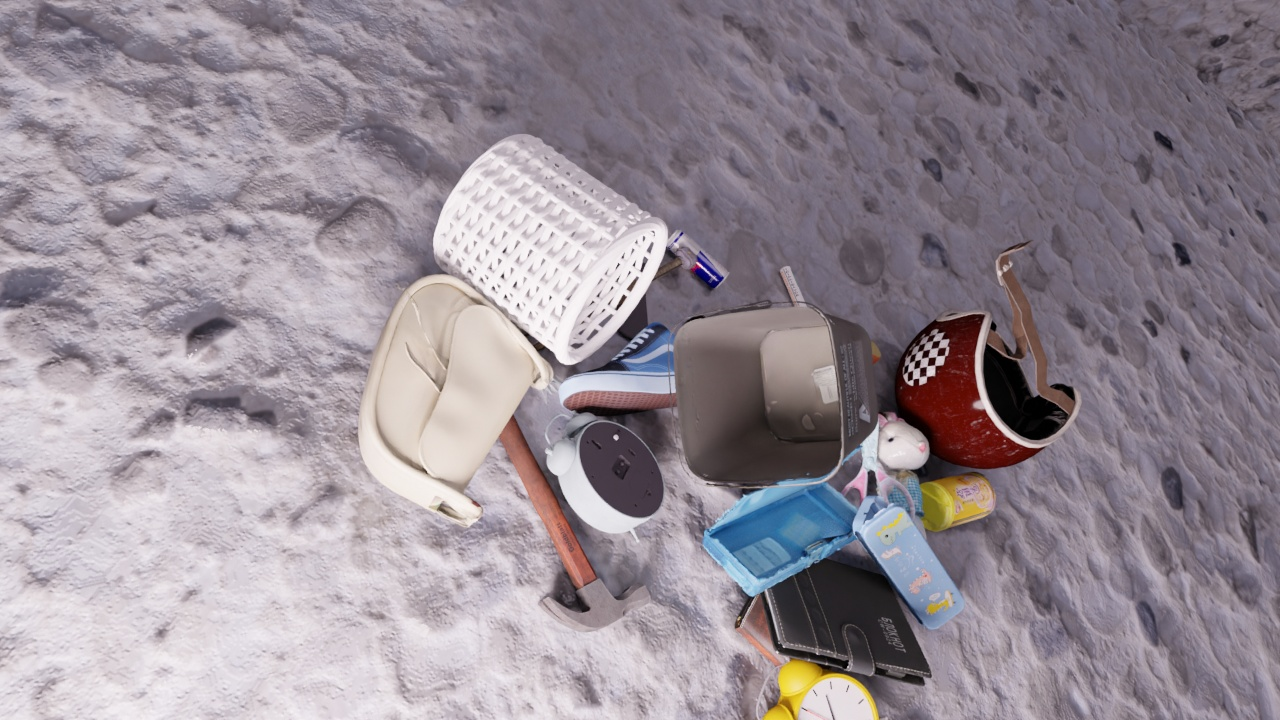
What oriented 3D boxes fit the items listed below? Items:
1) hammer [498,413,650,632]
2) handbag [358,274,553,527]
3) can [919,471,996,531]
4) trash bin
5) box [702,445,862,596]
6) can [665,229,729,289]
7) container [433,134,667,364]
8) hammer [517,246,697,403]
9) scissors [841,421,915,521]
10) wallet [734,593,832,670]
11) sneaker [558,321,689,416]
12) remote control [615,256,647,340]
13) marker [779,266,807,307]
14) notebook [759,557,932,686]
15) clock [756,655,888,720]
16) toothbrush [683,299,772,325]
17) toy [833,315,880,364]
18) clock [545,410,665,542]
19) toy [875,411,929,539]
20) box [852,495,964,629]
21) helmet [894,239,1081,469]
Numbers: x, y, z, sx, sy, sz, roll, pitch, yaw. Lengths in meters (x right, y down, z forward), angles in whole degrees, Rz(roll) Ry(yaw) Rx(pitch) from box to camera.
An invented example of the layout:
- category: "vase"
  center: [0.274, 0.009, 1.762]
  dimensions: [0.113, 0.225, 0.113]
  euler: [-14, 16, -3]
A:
- category: "hammer"
  center: [-0.105, 0.150, 0.992]
  dimensions: [0.110, 0.028, 0.300]
  euler: [-20, 75, -38]
- category: "handbag"
  center: [-0.194, 0.026, 0.931]
  dimensions: [0.184, 0.132, 0.228]
  euler: [28, 58, -4]
- category: "can"
  center: [0.432, 0.194, 1.267]
  dimensions: [0.104, 0.068, 0.067]
  euler: [-7, 68, -34]
- category: "trash bin"
  center: [0.172, 0.035, 1.079]
  dimensions: [0.219, 0.198, 0.197]
  euler: [-5, 89, -60]
- category: "box"
  center: [0.191, 0.176, 1.077]
  dimensions: [0.231, 0.110, 0.094]
  euler: [-13, 47, -41]
- category: "can"
  center: [0.078, -0.140, 1.263]
  dimensions: [0.095, 0.032, 0.032]
  euler: [41, 50, -5]
- category: "container"
  center: [-0.099, -0.124, 1.021]
  dimensions: [0.187, 0.190, 0.188]
  euler: [36, 49, 13]
- category: "hammer"
  center: [-0.042, -0.079, 1.148]
  dimensions: [0.315, 0.028, 0.147]
  euler: [-32, 76, -36]
- category: "scissors"
  center: [0.314, 0.139, 1.185]
  dimensions: [0.108, 0.016, 0.179]
  euler: [6, 84, 18]
- category: "wallet"
  center: [0.170, 0.323, 1.065]
  dimensions: [0.123, 0.020, 0.072]
  euler: [43, 50, -3]
- category: "sneaker"
  center: [-0.006, 0.006, 1.100]
  dimensions: [0.240, 0.084, 0.098]
  euler: [-3, 68, -41]
- category: "remote control"
  center: [-0.011, -0.080, 1.190]
  dimensions: [0.046, 0.009, 0.124]
  euler: [14, 58, -24]
- category: "marker"
  center: [0.236, -0.070, 1.330]
  dimensions: [0.017, 0.017, 0.145]
  euler: [-6, 67, -34]
- category: "notebook"
  center: [0.231, 0.295, 1.077]
  dimensions: [0.209, 0.030, 0.169]
  euler: [17, 31, -20]
- category: "clock"
  center: [0.195, 0.393, 1.009]
  dimensions: [0.152, 0.052, 0.113]
  euler: [31, 68, -12]
- category: "toothbrush"
  center: [0.124, -0.066, 1.264]
  dimensions: [0.167, 0.013, 0.013]
  euler: [-15, 72, -39]
- category: "toy"
  center: [0.254, 0.027, 1.241]
  dimensions: [0.112, 0.096, 0.175]
  euler: [33, 72, -6]
- category: "clock"
  center: [-0.042, 0.121, 1.014]
  dimensions: [0.159, 0.045, 0.122]
  euler: [43, 34, -8]
- category: "toy"
  center: [0.338, 0.145, 1.215]
  dimensions: [0.131, 0.106, 0.205]
  euler: [5, 60, -26]
- category: "box"
  center: [0.339, 0.254, 1.134]
  dimensions: [0.210, 0.064, 0.069]
  euler: [52, 56, -24]
- category: "helmet"
  center: [0.475, 0.025, 1.264]
  dimensions: [0.233, 0.254, 0.233]
  euler: [37, 65, -15]
